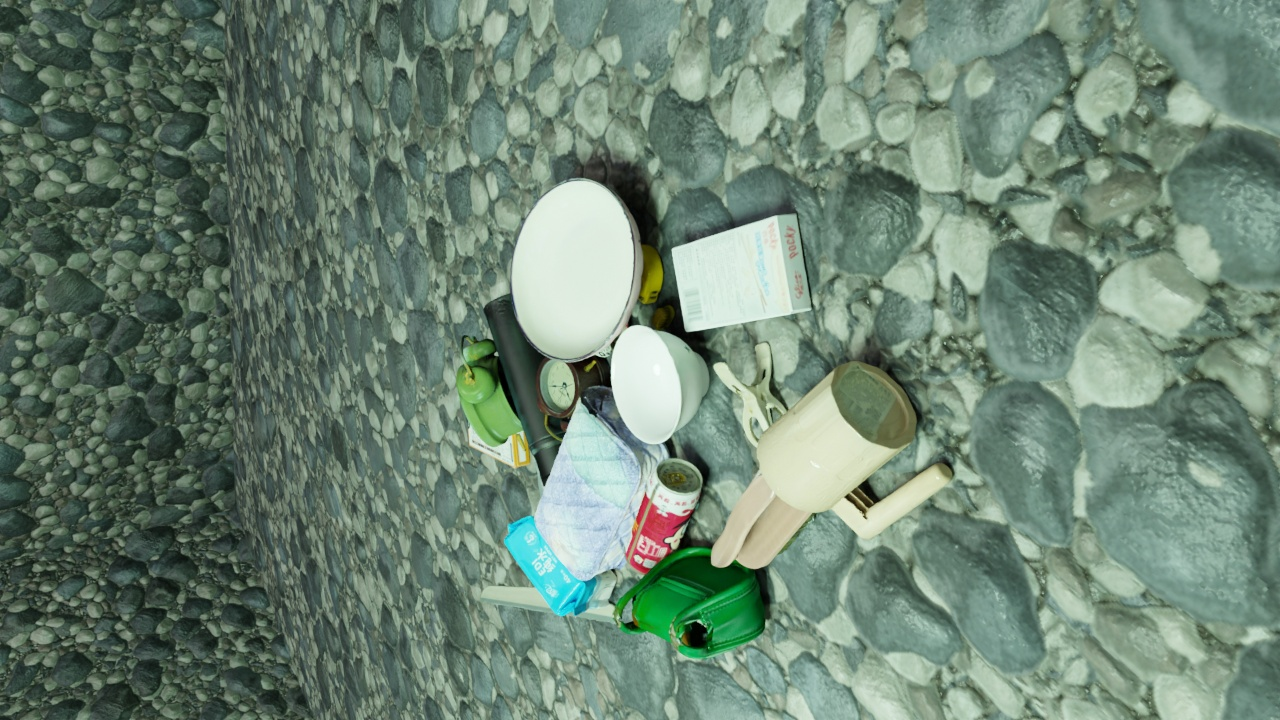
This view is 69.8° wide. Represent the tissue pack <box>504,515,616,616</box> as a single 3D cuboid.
[{"bbox_3d":[-0.098,0.248,1.117,0.063,0.090,0.140,-47,67,13],"label":"tissue pack"}]

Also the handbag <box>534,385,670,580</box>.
[{"bbox_3d":[-0.046,0.142,1.033,0.134,0.075,0.194,45,125,32],"label":"handbag"}]

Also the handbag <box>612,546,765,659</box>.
[{"bbox_3d":[0.050,0.239,0.898,0.131,0.120,0.068,2,106,54],"label":"handbag"}]

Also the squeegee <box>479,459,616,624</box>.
[{"bbox_3d":[-0.123,0.209,1.220,0.247,0.039,0.246,-4,89,38],"label":"squeegee"}]

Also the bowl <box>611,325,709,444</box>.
[{"bbox_3d":[0.029,0.020,0.918,0.118,0.064,0.118,20,114,52],"label":"bowl"}]

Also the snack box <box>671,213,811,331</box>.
[{"bbox_3d":[0.088,-0.076,0.837,0.157,0.026,0.084,-8,92,56],"label":"snack box"}]

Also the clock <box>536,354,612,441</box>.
[{"bbox_3d":[-0.083,0.038,1.081,0.082,0.055,0.122,38,118,34],"label":"clock"}]

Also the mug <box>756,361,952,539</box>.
[{"bbox_3d":[0.168,0.075,0.724,0.124,0.084,0.104,44,137,7],"label":"mug"}]

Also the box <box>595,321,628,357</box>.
[{"bbox_3d":[-0.064,-0.061,1.062,0.164,0.077,0.075,34,145,45],"label":"box"}]

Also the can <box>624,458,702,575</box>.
[{"bbox_3d":[0.023,0.165,0.957,0.053,0.053,0.133,51,139,36],"label":"can"}]

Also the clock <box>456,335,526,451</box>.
[{"bbox_3d":[-0.193,0.037,1.183,0.116,0.056,0.161,-101,-15,-53],"label":"clock"}]

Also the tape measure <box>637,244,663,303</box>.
[{"bbox_3d":[-0.002,-0.093,0.966,0.060,0.028,0.057,43,131,42],"label":"tape measure"}]

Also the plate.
[{"bbox_3d":[-0.063,-0.094,0.967,0.193,0.039,0.192,-3,86,43],"label":"plate"}]

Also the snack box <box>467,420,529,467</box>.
[{"bbox_3d":[-0.209,0.101,1.329,0.154,0.026,0.075,13,110,54],"label":"snack box"}]

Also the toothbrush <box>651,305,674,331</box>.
[{"bbox_3d":[-0.006,0.006,1.008,0.015,0.016,0.191,59,142,27],"label":"toothbrush"}]

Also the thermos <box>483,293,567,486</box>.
[{"bbox_3d":[-0.134,0.039,1.168,0.090,0.068,0.242,118,135,-73],"label":"thermos"}]

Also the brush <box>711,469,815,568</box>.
[{"bbox_3d":[0.111,0.138,0.821,0.063,0.072,0.146,58,142,28],"label":"brush"}]

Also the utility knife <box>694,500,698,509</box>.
[{"bbox_3d":[0.019,0.164,1.023,0.178,0.019,0.031,-23,85,51],"label":"utility knife"}]

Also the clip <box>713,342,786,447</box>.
[{"bbox_3d":[0.108,0.037,0.831,0.034,0.060,0.097,-18,95,58],"label":"clip"}]
